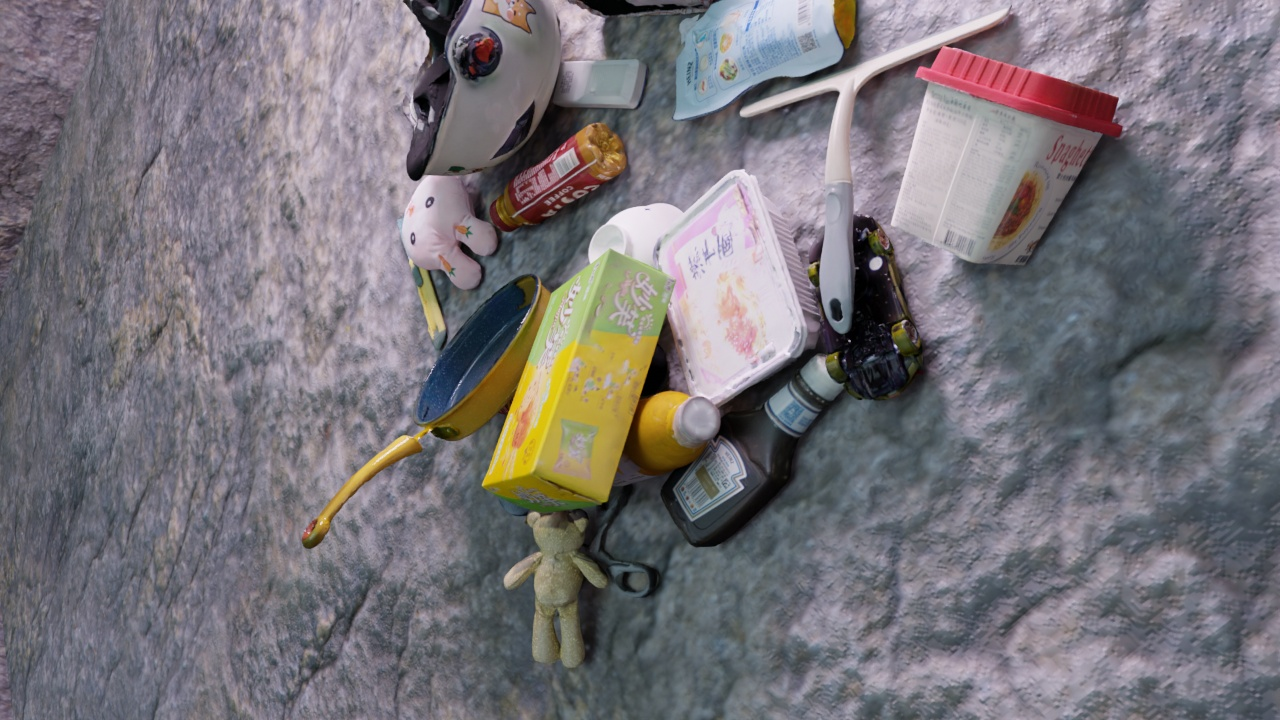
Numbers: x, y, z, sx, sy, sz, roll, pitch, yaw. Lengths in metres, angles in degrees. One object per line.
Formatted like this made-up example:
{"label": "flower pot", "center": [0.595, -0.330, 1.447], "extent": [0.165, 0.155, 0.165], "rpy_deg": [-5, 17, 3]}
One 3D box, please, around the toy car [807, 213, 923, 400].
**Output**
{"label": "toy car", "center": [0.175, -0.044, 0.715], "extent": [0.070, 0.042, 0.158], "rpy_deg": [-27, 57, 34]}

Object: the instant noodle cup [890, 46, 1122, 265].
{"label": "instant noodle cup", "center": [0.241, -0.137, 0.630], "extent": [0.117, 0.116, 0.124], "rpy_deg": [38, 120, 41]}

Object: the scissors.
{"label": "scissors", "center": [-0.047, 0.186, 0.909], "extent": [0.180, 0.014, 0.159], "rpy_deg": [5, 87, 45]}

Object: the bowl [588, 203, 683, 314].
{"label": "bowl", "center": [-0.011, -0.101, 0.886], "extent": [0.119, 0.064, 0.118], "rpy_deg": [-10, 76, 43]}

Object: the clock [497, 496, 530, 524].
{"label": "clock", "center": [-0.098, 0.112, 0.940], "extent": [0.122, 0.055, 0.082], "rpy_deg": [-44, 55, 29]}

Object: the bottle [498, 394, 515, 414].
{"label": "bottle", "center": [-0.133, 0.033, 0.986], "extent": [0.150, 0.066, 0.066], "rpy_deg": [-7, 78, 50]}

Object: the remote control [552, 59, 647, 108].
{"label": "remote control", "center": [-0.045, -0.296, 0.980], "extent": [0.125, 0.024, 0.049], "rpy_deg": [16, 93, 44]}

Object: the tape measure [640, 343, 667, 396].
{"label": "tape measure", "center": [-0.005, 0.005, 0.880], "extent": [0.058, 0.039, 0.057], "rpy_deg": [20, 97, 43]}

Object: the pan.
{"label": "pan", "center": [-0.206, 0.048, 0.919], "extent": [0.198, 0.078, 0.356], "rpy_deg": [-17, 39, 53]}

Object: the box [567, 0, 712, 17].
{"label": "box", "center": [-0.017, -0.449, 0.893], "extent": [0.182, 0.151, 0.174], "rpy_deg": [18, 93, 43]}

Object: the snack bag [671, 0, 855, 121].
{"label": "snack bag", "center": [0.103, -0.290, 0.830], "extent": [0.191, 0.038, 0.110], "rpy_deg": [-9, 82, 44]}

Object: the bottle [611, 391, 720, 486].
{"label": "bottle", "center": [0.008, 0.067, 0.800], "extent": [0.190, 0.068, 0.068], "rpy_deg": [151, 118, -61]}

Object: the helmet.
{"label": "helmet", "center": [-0.169, -0.327, 1.006], "extent": [0.230, 0.156, 0.274], "rpy_deg": [174, 97, -65]}

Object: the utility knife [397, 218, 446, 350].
{"label": "utility knife", "center": [-0.282, -0.105, 1.182], "extent": [0.031, 0.022, 0.216], "rpy_deg": [-39, 54, 25]}

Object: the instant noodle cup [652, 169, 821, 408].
{"label": "instant noodle cup", "center": [0.087, -0.056, 0.782], "extent": [0.138, 0.060, 0.173], "rpy_deg": [-37, 58, 44]}

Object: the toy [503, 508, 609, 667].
{"label": "toy", "center": [-0.078, 0.221, 0.894], "extent": [0.105, 0.066, 0.157], "rpy_deg": [0, 90, 16]}

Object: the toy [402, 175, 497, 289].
{"label": "toy", "center": [-0.235, -0.159, 1.120], "extent": [0.159, 0.054, 0.121], "rpy_deg": [39, 110, 32]}

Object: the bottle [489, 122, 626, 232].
{"label": "bottle", "center": [-0.094, -0.190, 0.984], "extent": [0.175, 0.057, 0.057], "rpy_deg": [-23, 68, 39]}

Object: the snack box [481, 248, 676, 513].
{"label": "snack box", "center": [-0.057, 0.023, 0.811], "extent": [0.158, 0.070, 0.209], "rpy_deg": [-25, 45, 63]}

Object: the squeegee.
{"label": "squeegee", "center": [0.158, -0.141, 0.718], "extent": [0.247, 0.039, 0.246], "rpy_deg": [-8, 66, 43]}

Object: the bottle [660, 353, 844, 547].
{"label": "bottle", "center": [0.097, 0.073, 0.771], "extent": [0.195, 0.044, 0.080], "rpy_deg": [-50, 53, 25]}
